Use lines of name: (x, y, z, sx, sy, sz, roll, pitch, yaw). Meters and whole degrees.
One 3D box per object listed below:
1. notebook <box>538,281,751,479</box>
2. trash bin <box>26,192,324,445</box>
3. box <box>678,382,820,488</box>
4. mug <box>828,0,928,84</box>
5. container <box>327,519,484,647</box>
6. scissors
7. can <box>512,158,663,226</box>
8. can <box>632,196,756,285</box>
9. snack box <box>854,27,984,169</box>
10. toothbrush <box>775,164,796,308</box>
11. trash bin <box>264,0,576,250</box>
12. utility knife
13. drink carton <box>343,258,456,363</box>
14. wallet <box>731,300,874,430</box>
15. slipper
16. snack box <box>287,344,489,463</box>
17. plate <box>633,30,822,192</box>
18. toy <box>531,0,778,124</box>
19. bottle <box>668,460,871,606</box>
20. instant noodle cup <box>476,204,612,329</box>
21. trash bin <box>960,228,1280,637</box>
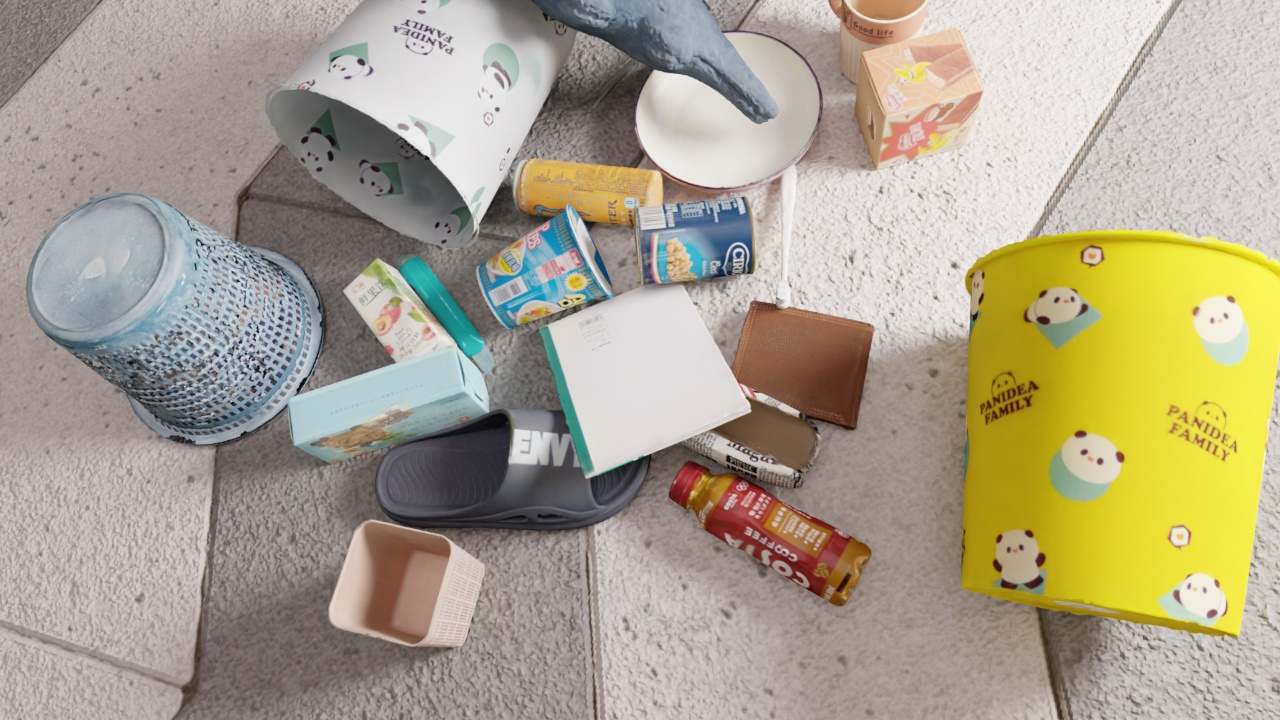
notebook: (-0.005, 0.005, 0.833, 0.150, 0.012, 0.209, -22, 42, -1)
trash bin: (-0.454, -0.052, 0.884, 0.227, 0.195, 0.226, -3, 69, 8)
box: (0.072, 0.069, 0.811, 0.163, 0.076, 0.086, 24, 39, 16)
mug: (0.231, -0.346, 0.923, 0.081, 0.106, 0.114, -40, 69, -7)
container: (-0.194, 0.197, 0.792, 0.090, 0.111, 0.089, 9, 72, 13)
scissors: (0.002, -0.335, 0.997, 0.165, 0.014, 0.162, -19, 43, 33)
can: (-0.052, -0.170, 0.932, 0.146, 0.058, 0.058, 8, 71, 13)
can: (0.049, -0.114, 0.877, 0.111, 0.075, 0.075, -6, 69, -1)
snack box: (0.266, -0.251, 0.889, 0.094, 0.093, 0.077, -14, 68, 4)
toothbrush: (0.141, -0.128, 0.890, 0.016, 0.016, 0.179, 1, 59, 12)
trash bin: (-0.202, -0.281, 0.919, 0.230, 0.230, 0.251, 22, 70, 16)
utility knife: (-0.199, -0.050, 0.937, 0.029, 0.013, 0.174, -39, 68, -2)
drink carton: (-0.241, -0.041, 0.923, 0.053, 0.045, 0.122, -44, 67, 5)
wallet: (0.147, 0.004, 0.850, 0.125, 0.032, 0.101, 12, 75, 15)
slipper: (-0.124, 0.099, 0.834, 0.268, 0.083, 0.110, -7, 71, 9)
snack box: (-0.238, 0.044, 0.876, 0.175, 0.074, 0.051, -17, 67, 3)
plate: (0.090, -0.251, 0.948, 0.192, 0.039, 0.192, -3, 69, 9)
toy: (-0.022, -0.334, 0.866, 0.356, 0.092, 0.137, 18, 49, -23)
bottle: (0.108, 0.144, 0.789, 0.175, 0.057, 0.057, 27, 76, 18)
instant noodle cup: (-0.096, -0.083, 0.894, 0.110, 0.099, 0.099, -25, 68, 7)
trash bin: (0.354, 0.063, 0.697, 0.230, 0.229, 0.255, 8, 77, 12)
